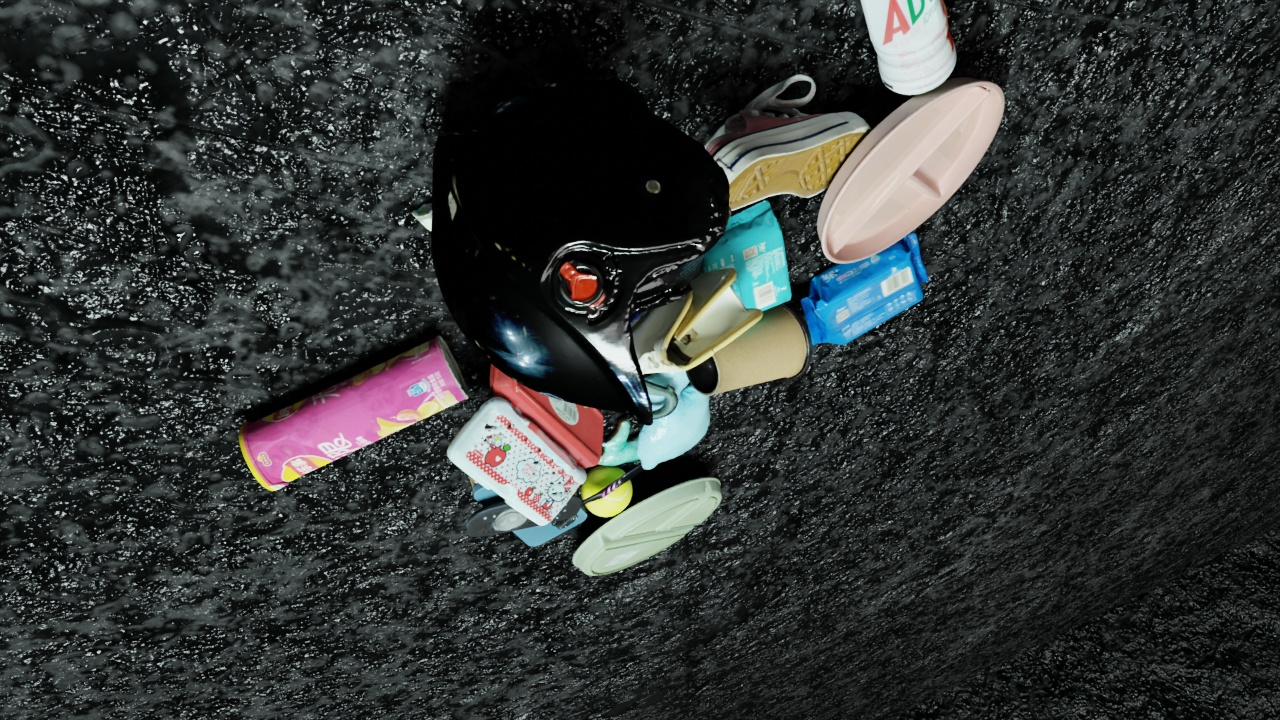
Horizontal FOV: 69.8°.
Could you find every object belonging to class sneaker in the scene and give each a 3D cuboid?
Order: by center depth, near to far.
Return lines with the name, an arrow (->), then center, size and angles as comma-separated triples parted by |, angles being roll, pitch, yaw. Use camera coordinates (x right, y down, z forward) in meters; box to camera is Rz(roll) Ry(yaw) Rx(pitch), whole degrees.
sneaker -> 0.121, -0.199, 0.836 | 0.240, 0.088, 0.119 | -22, 155, -43

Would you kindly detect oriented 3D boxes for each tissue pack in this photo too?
tissue pack -> 0.103, -0.099, 0.963 | 0.093, 0.050, 0.133 | -23, 141, -2
tissue pack -> 0.259, -0.082, 1.070 | 0.157, 0.052, 0.095 | -30, 139, 4

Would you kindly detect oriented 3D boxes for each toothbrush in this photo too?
toothbrush -> -0.152, -0.083, 0.862 | 0.029, 0.020, 0.189 | -5, 148, 22
toothbrush -> -0.028, 0.153, 1.125 | 0.188, 0.018, 0.014 | -31, 133, -22

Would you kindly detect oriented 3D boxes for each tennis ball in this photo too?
tennis ball -> -0.043, 0.165, 1.164 | 0.065, 0.065, 0.066 | -16, 140, -14

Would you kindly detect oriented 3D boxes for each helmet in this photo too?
helmet -> -0.051, -0.085, 0.731 | 0.230, 0.274, 0.233 | -1, 177, 1

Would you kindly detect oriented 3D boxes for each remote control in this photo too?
remote control -> -0.135, 0.173, 1.055 | 0.136, 0.024, 0.053 | -8, 140, -21

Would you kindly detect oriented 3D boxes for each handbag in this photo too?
handbag -> 0.012, -0.018, 0.899 | 0.178, 0.163, 0.063 | -38, 101, -18

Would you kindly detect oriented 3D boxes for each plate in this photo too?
plate -> 0.269, -0.191, 0.931 | 0.229, 0.028, 0.230 | -29, 155, -16
plate -> 0.015, 0.230, 1.252 | 0.230, 0.027, 0.230 | -25, 156, -12

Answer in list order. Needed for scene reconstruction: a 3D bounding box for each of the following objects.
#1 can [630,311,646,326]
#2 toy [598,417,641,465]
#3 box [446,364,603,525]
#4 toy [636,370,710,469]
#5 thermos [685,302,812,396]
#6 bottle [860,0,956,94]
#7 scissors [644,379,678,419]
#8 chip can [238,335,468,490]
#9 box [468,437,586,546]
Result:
can -> -0.039, -0.062, 0.906 | 0.148, 0.074, 0.049 | -42, 143, 18
toy -> -0.012, 0.107, 1.146 | 0.091, 0.030, 0.097 | -7, 131, -27
box -> -0.111, 0.078, 0.974 | 0.064, 0.160, 0.201 | 8, 154, 32
toy -> 0.042, 0.060, 1.105 | 0.161, 0.050, 0.156 | -47, 134, 4
thermos -> 0.121, -0.010, 1.023 | 0.143, 0.093, 0.093 | -19, 143, -31
bottle -> 0.216, -0.317, 0.774 | 0.068, 0.068, 0.197 | -32, 138, 6
scissors -> -0.009, 0.009, 1.013 | 0.176, 0.019, 0.172 | -6, 115, -22
chip can -> -0.277, 0.050, 0.897 | 0.210, 0.071, 0.071 | -25, 141, -2
box -> -0.135, 0.157, 1.105 | 0.090, 0.063, 0.184 | -30, 140, 4
